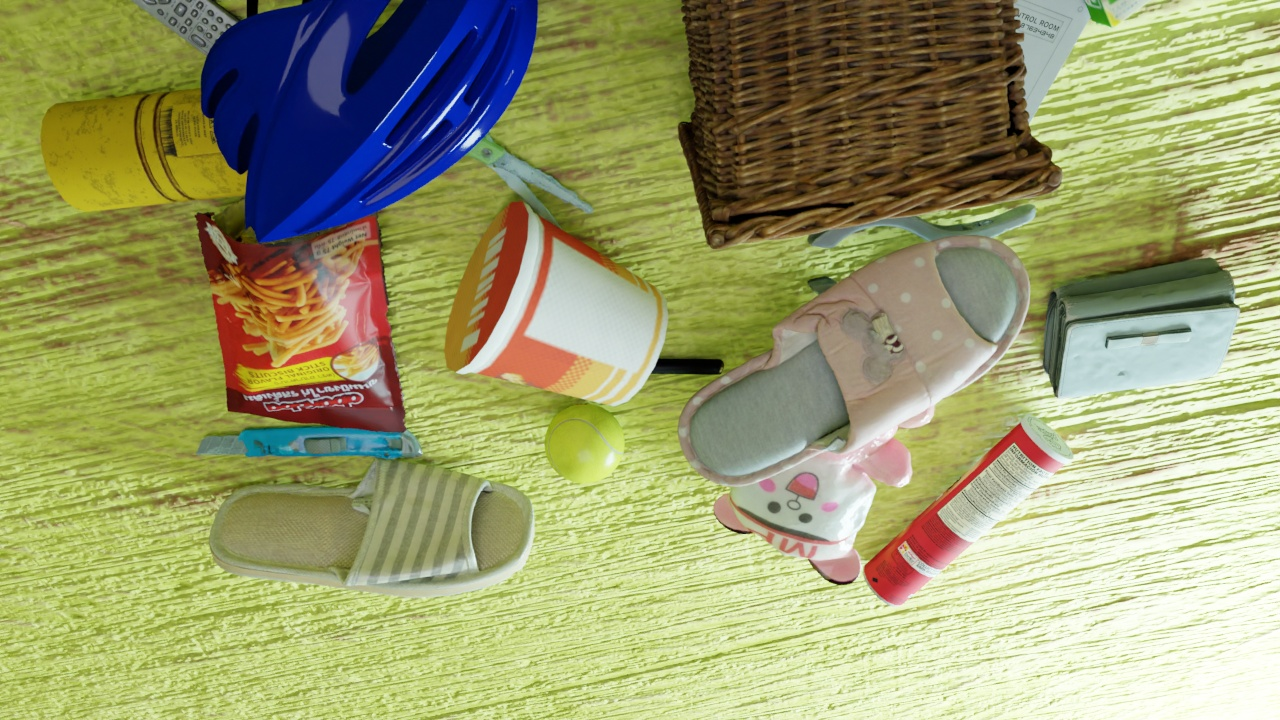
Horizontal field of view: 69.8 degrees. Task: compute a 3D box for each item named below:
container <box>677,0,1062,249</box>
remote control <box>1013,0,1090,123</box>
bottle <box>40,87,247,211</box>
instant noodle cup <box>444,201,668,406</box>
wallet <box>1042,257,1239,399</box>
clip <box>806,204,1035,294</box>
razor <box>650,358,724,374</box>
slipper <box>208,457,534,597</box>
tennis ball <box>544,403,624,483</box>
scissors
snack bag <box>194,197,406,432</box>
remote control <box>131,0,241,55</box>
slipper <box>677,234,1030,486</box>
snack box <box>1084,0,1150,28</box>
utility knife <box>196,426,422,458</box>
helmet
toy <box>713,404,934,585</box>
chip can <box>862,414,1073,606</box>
[{"bbox_3d":[0.092,-0.192,0.481,0.162,0.249,0.183,-10,115,4],"label":"container"},{"bbox_3d":[0.234,-0.185,0.616,0.074,0.019,0.151,13,121,-15],"label":"remote control"},{"bbox_3d":[-0.282,-0.138,0.588,0.164,0.071,0.071,-6,125,1],"label":"bottle"},{"bbox_3d":[-0.057,-0.031,0.653,0.121,0.123,0.124,22,121,-27],"label":"instant noodle cup"},{"bbox_3d":[0.390,-0.022,0.725,0.132,0.054,0.100,-9,124,9],"label":"wallet"},{"bbox_3d":[0.206,-0.057,0.680,0.163,0.028,0.115,-3,110,5],"label":"clip"},{"bbox_3d":[-0.004,0.004,0.737,0.144,0.022,0.042,2,85,-9],"label":"razor"},{"bbox_3d":[-0.226,0.139,0.768,0.272,0.114,0.054,-1,146,1],"label":"slipper"},{"bbox_3d":[-0.046,0.068,0.749,0.065,0.065,0.065,-2,125,-2],"label":"tennis ball"},{"bbox_3d":[-0.111,-0.138,0.635,0.093,0.032,0.175,-37,115,17],"label":"scissors"},{"bbox_3d":[-0.252,-0.026,0.692,0.139,0.066,0.208,0,134,-10],"label":"snack bag"},{"bbox_3d":[-0.292,-0.225,0.561,0.136,0.013,0.033,37,115,-25],"label":"remote control"},{"bbox_3d":[0.148,0.006,0.654,0.275,0.054,0.114,-33,93,14],"label":"slipper"},{"bbox_3d":[0.294,-0.302,0.525,0.132,0.027,0.168,-36,119,11],"label":"snack box"},{"bbox_3d":[-0.277,0.070,0.768,0.185,0.015,0.031,-1,104,-2],"label":"utility knife"},{"bbox_3d":[-0.175,-0.199,0.498,0.241,0.147,0.227,-43,104,1],"label":"helmet"},{"bbox_3d":[0.147,0.084,0.760,0.142,0.084,0.214,18,120,6],"label":"toy"},{"bbox_3d":[0.289,0.140,0.829,0.051,0.051,0.215,26,120,-20],"label":"chip can"}]
